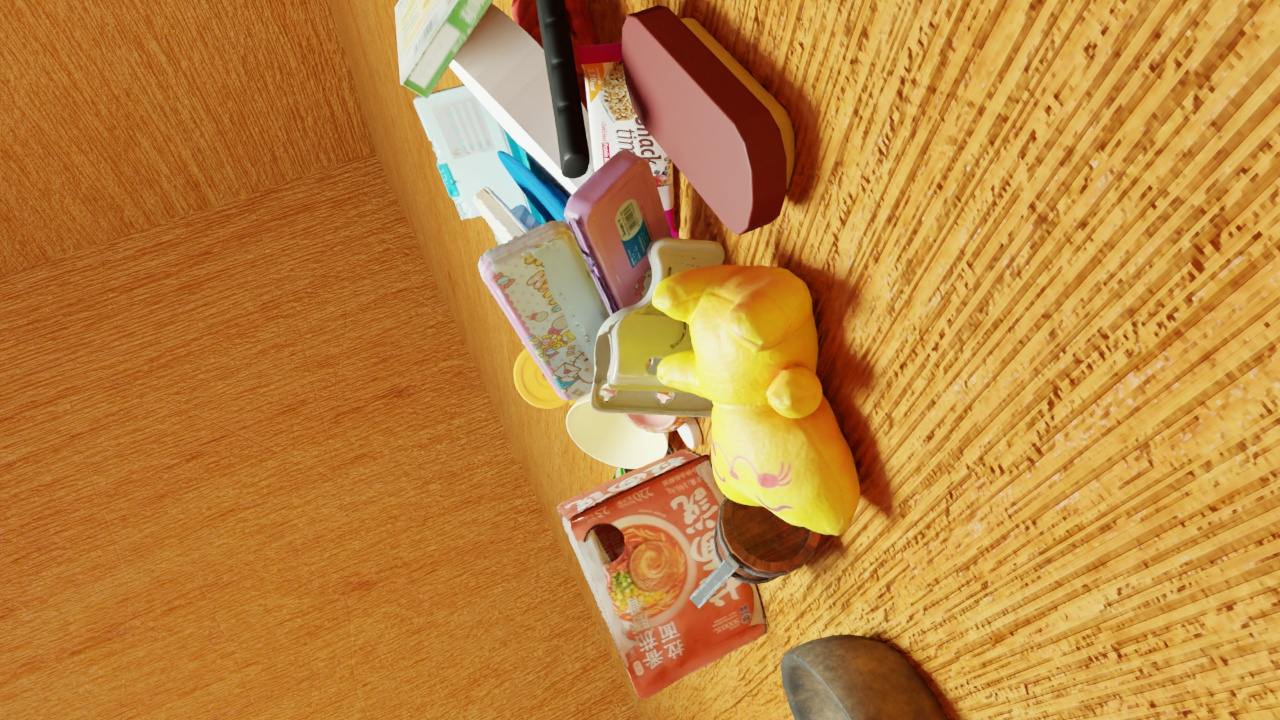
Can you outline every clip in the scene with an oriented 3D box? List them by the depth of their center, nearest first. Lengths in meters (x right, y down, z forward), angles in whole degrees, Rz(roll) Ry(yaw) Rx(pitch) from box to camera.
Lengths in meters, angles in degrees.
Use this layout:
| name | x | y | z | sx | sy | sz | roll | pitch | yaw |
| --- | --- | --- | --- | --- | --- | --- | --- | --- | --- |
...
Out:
| name | x | y | z | sx | sy | sz | roll | pitch | yaw |
| --- | --- | --- | --- | --- | --- | --- | --- | --- | --- |
| clip | 0.034 | -0.018 | 0.700 | 0.105 | 0.126 | 0.152 | -123 | 40 | -59 |

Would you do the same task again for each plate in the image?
| name | x | y | z | sx | sy | sz | roll | pitch | yaw |
| --- | --- | --- | --- | --- | --- | --- | --- | --- | --- |
| plate | -0.068 | -0.137 | 0.963 | 0.224 | 0.024 | 0.224 | 49 | 178 | 2 |

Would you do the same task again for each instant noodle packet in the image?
| name | x | y | z | sx | sy | sz | roll | pitch | yaw |
| --- | --- | --- | --- | --- | --- | --- | --- | --- | --- |
| instant noodle packet | 0.028 | 0.226 | 0.976 | 0.221 | 0.164 | 0.084 | 69 | 164 | -5 |

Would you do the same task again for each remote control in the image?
| name | x | y | z | sx | sy | sz | roll | pitch | yaw |
| --- | --- | --- | --- | --- | --- | --- | --- | --- | --- |
| remote control | 0.029 | 0.034 | 0.984 | 0.136 | 0.013 | 0.043 | 61 | 164 | 22 |

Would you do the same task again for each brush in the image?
| name | x | y | z | sx | sy | sz | roll | pitch | yaw |
| --- | --- | --- | --- | --- | --- | --- | --- | --- | --- |
| brush | 0.044 | -0.158 | 0.586 | 0.173 | 0.041 | 0.082 | 57 | 162 | 34 |

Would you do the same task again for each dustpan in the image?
| name | x | y | z | sx | sy | sz | roll | pitch | yaw |
| --- | --- | --- | --- | --- | --- | --- | --- | --- | --- |
| dustpan | -0.075 | -0.203 | 0.815 | 0.191 | 0.053 | 0.257 | 46 | -178 | 35 |

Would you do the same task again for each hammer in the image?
| name | x | y | z | sx | sy | sz | roll | pitch | yaw |
| --- | --- | --- | --- | --- | --- | --- | --- | --- | --- |
| hammer | -0.070 | -0.288 | 0.662 | 0.127 | 0.029 | 0.323 | 121 | 140 | -74 |

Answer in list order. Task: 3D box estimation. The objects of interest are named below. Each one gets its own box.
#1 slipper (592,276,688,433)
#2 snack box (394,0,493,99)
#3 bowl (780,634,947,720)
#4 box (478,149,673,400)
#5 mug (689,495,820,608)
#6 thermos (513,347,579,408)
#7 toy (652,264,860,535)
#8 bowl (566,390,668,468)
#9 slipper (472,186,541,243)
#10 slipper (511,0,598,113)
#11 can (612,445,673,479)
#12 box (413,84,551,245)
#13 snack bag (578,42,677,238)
| name | x | y | z | sx | sy | sz | roll | pitch | yaw |
| --- | --- | --- | --- | --- | --- | --- | --- | --- | --- |
| slipper | -0.005 | 0.005 | 0.884 | 0.081 | 0.093 | 0.197 | -64 | -37 | -47 |
| snack box | -0.144 | -0.292 | 0.707 | 0.027 | 0.132 | 0.167 | 26 | -152 | -33 |
| bowl | 0.180 | 0.285 | 0.708 | 0.162 | 0.070 | 0.162 | 59 | 163 | 29 |
| box | -0.033 | -0.054 | 0.732 | 0.040 | 0.151 | 0.214 | 50 | 172 | 32 |
| mug | 0.088 | 0.158 | 0.766 | 0.081 | 0.117 | 0.111 | 44 | 163 | 14 |
| thermos | -0.092 | 0.010 | 1.107 | 0.232 | 0.076 | 0.091 | -49 | -19 | -82 |
| toy | 0.083 | 0.022 | 0.636 | 0.135 | 0.087 | 0.194 | 13 | 130 | 51 |
| bowl | -0.017 | 0.057 | 1.044 | 0.118 | 0.118 | 0.073 | 82 | -158 | -45 |
| slipper | -0.088 | -0.094 | 1.052 | 0.272 | 0.054 | 0.114 | 49 | 175 | -6 |
| slipper | -0.074 | -0.264 | 0.818 | 0.249 | 0.059 | 0.103 | 68 | 166 | -8 |
| can | 0.004 | 0.142 | 1.130 | 0.067 | 0.067 | 0.121 | 64 | 165 | 14 |
| box | -0.155 | -0.225 | 1.099 | 0.168 | 0.086 | 0.227 | 14 | 140 | 28 |
| snack bag | -0.005 | -0.160 | 0.714 | 0.197 | 0.070 | 0.016 | 87 | 176 | -52 |
